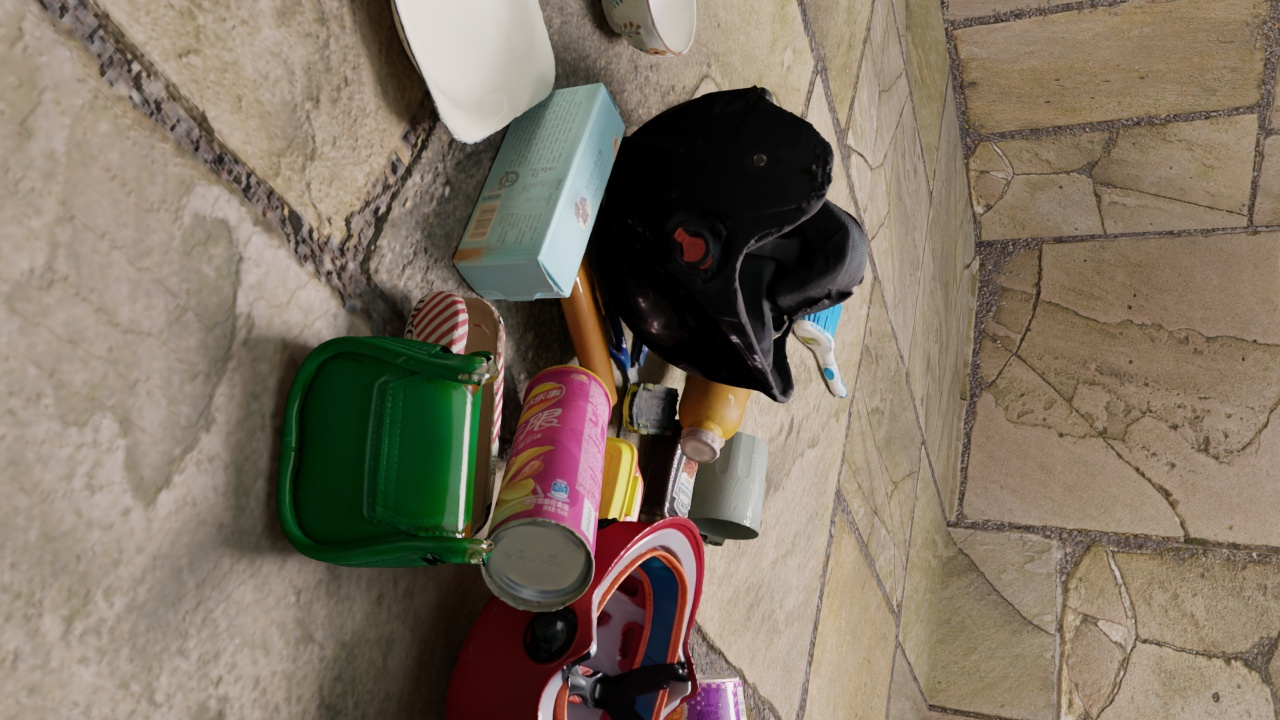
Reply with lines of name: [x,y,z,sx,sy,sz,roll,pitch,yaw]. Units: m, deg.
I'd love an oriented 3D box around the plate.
plate: [-0.123,-0.243,0.635,0.163,0.034,0.164,-52,135,-50]

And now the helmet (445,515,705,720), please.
helmet: [-0.051,0.220,0.658,0.207,0.144,0.239,45,56,-57]

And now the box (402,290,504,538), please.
box: [-0.135,0.036,0.585,0.081,0.075,0.163,13,82,-74]

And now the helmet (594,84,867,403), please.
helmet: [0.072,-0.099,0.805,0.233,0.230,0.274,30,62,-64]

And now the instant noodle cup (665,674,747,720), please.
instant noodle cup: [0.063,0.377,0.945,0.111,0.112,0.099,28,57,-60]

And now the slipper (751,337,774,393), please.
slipper: [0.118,-0.041,1.057,0.081,0.092,0.190,39,53,-60]

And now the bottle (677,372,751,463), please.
bottle: [0.080,0.021,0.926,0.189,0.068,0.068,-69,147,-42]

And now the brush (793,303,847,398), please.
brush: [0.293,-0.026,1.447,0.314,0.061,0.109,33,67,-62]

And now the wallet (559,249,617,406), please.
wallet: [-0.049,-0.044,0.758,0.118,0.035,0.131,-95,173,-54]

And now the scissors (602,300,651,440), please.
scissors: [-0.008,0.003,0.891,0.176,0.012,0.162,64,38,-45]

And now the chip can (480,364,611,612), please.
chip can: [-0.061,0.079,0.639,0.210,0.071,0.071,-87,166,-65]

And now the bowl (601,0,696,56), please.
bowl: [0.002,-0.338,0.850,0.113,0.062,0.113,-4,95,-64]

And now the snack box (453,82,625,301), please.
snack box: [-0.072,-0.128,0.692,0.051,0.074,0.174,54,44,-51]

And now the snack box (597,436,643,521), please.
snack box: [-0.036,0.116,0.766,0.080,0.082,0.091,62,37,-59]

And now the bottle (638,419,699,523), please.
bottle: [0.024,0.159,0.921,0.080,0.044,0.194,50,48,-58]

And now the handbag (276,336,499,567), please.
handbag: [-0.137,0.052,0.520,0.068,0.120,0.131,19,71,-68]

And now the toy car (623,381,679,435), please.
toy car: [0.007,0.046,0.876,0.105,0.032,0.048,14,84,-66]

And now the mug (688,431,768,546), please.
mug: [0.096,0.147,1.041,0.124,0.084,0.103,96,5,-67]
